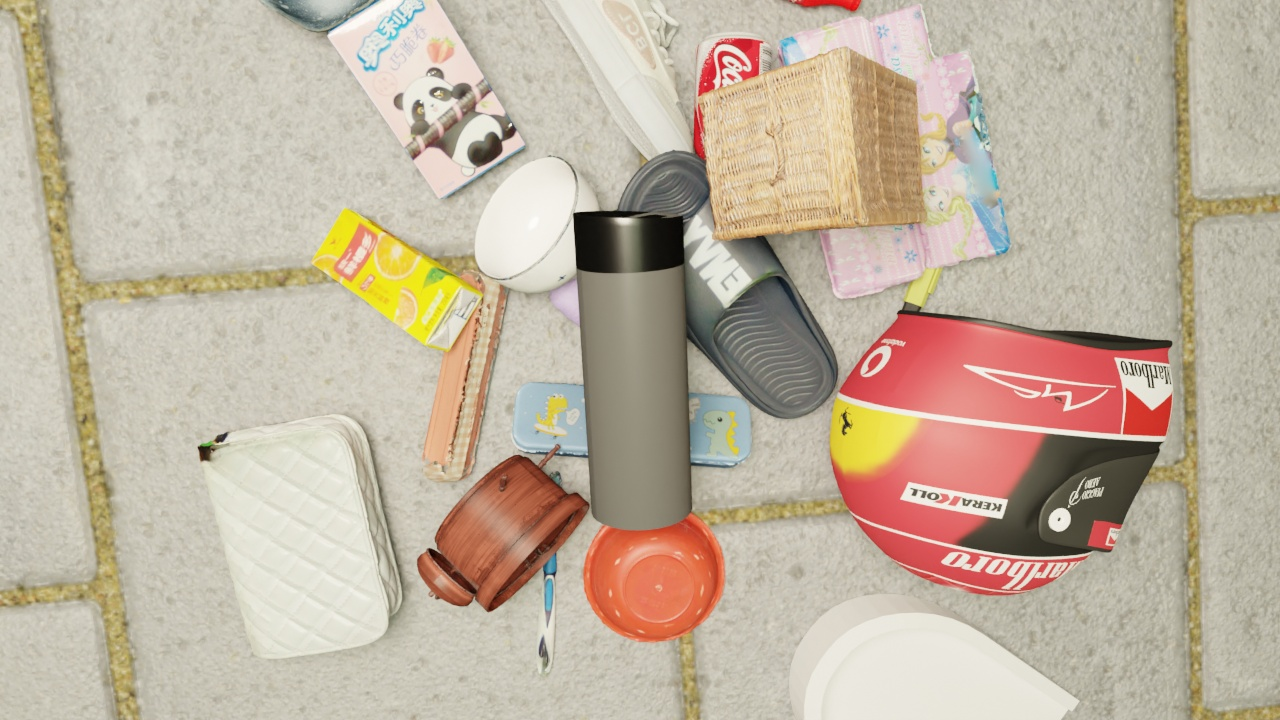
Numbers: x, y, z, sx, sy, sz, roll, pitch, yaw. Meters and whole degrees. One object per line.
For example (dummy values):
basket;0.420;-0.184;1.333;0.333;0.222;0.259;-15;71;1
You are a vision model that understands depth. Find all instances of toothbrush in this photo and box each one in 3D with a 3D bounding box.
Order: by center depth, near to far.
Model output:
toothbrush;-0.082;0.193;0.822;0.016;0.017;0.189;3;95;-6

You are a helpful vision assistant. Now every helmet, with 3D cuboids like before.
helmet;0.289;0.077;0.754;0.270;0.198;0.224;7;95;-14

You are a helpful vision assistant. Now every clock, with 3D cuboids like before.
clock;-0.116;0.147;0.753;0.072;0.120;0.158;42;114;11

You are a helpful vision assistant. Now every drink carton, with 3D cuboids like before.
drink carton;-0.200;-0.067;0.751;0.134;0.043;0.058;33;93;18

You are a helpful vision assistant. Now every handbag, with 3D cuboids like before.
handbag;-0.283;0.146;0.774;0.139;0.072;0.195;-10;97;5

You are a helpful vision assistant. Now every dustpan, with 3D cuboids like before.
dustpan;0.262;0.331;0.846;0.257;0.053;0.191;36;92;-7

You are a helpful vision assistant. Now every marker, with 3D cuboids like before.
marker;0.243;-0.038;0.826;0.017;0.021;0.124;14;98;-51

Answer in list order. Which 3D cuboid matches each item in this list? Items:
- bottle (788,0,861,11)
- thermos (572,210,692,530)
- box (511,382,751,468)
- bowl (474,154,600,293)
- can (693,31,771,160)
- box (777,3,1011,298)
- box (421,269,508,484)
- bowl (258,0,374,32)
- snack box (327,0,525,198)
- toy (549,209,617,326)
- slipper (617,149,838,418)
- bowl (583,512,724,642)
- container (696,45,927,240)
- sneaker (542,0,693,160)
bottle;0.131;-0.325;0.781;0.119;0.036;0.036;17;94;-7
thermos;-0.004;0.004;0.713;0.082;0.082;0.240;-4;105;-5
box;-0.006;0.056;0.796;0.210;0.059;0.068;5;93;-6
bowl;-0.077;-0.105;0.757;0.063;0.113;0.113;33;92;-45
can;0.077;-0.216;0.773;0.064;0.064;0.105;0;95;-5
box;0.219;-0.181;0.787;0.159;0.035;0.230;-14;97;10
box;-0.151;0.014;0.795;0.056;0.063;0.188;18;97;29
bowl;-0.257;-0.317;0.739;0.110;0.055;0.110;0;95;-4
snack box;-0.171;-0.219;0.742;0.088;0.033;0.154;-32;118;-2
toy;-0.028;-0.072;0.793;0.080;0.036;0.100;40;95;-17
slipper;0.077;-0.045;0.756;0.111;0.083;0.268;-36;111;9
bowl;0.015;0.196;0.816;0.130;0.045;0.130;0;95;-5
container;0.134;-0.152;0.685;0.113;0.198;0.114;-4;96;30
sneaker;-0.010;-0.270;0.749;0.090;0.089;0.242;-34;97;-3
